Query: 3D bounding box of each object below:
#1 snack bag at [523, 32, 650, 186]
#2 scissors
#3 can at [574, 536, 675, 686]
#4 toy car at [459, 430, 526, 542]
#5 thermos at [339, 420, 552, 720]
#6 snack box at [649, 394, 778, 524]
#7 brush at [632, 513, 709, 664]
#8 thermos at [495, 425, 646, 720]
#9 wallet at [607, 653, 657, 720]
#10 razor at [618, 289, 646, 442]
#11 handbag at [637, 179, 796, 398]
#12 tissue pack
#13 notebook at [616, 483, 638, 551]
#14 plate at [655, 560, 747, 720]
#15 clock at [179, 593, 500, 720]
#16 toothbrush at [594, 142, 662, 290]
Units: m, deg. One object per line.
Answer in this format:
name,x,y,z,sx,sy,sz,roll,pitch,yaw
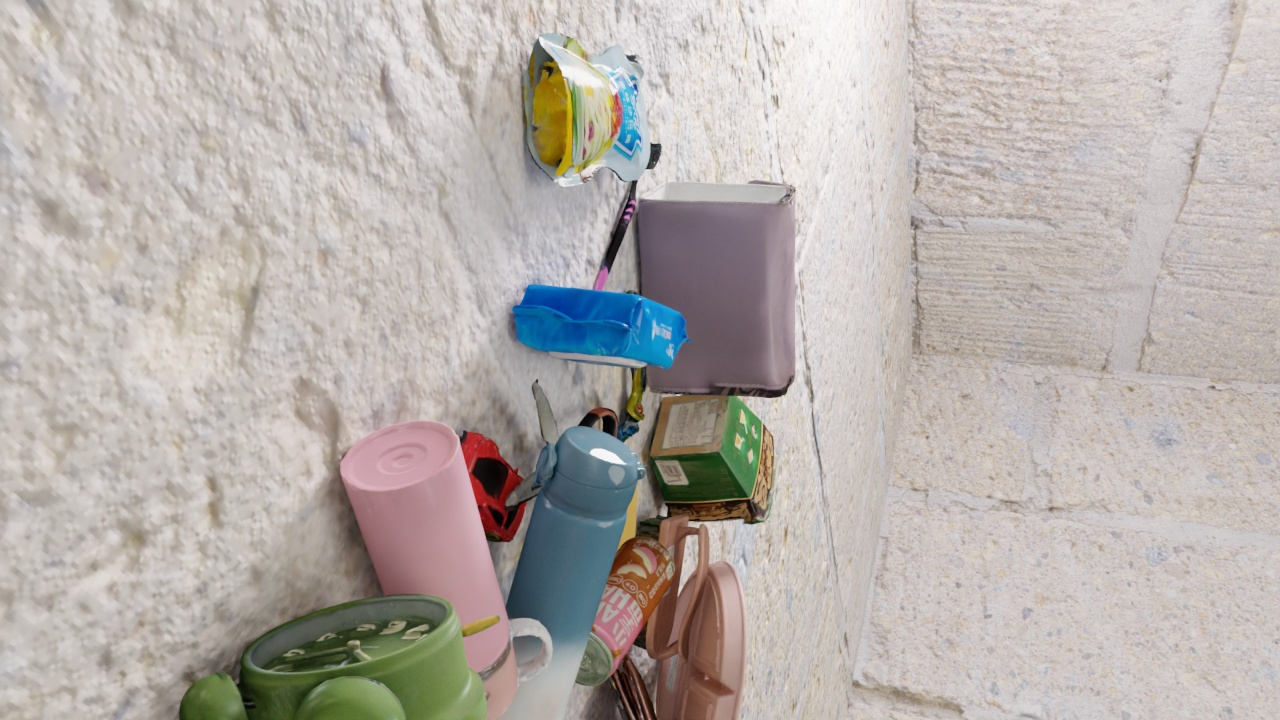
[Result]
snack bag,-0.032,-0.195,0.723,0.190,0.039,0.110,-31,113,-64
scissors,-0.055,0.083,0.707,0.188,0.015,0.223,-66,157,-44
can,-0.020,0.211,0.788,0.147,0.058,0.058,-42,133,-59
toy car,-0.101,0.090,0.628,0.106,0.031,0.049,66,37,-54
thermos,-0.109,0.131,0.547,0.067,0.087,0.199,-123,-160,-58
snack box,0.068,0.097,0.954,0.105,0.118,0.117,57,35,-41
brush,0.028,0.230,0.924,0.063,0.073,0.145,6,91,-69
thermos,-0.057,0.151,0.627,0.070,0.070,0.221,-28,137,-64
wallet,0.003,0.355,0.880,0.101,0.032,0.125,-116,-173,-49
razor,-0.005,0.005,0.856,0.042,0.022,0.143,-30,122,-66
handbag,0.078,-0.069,0.881,0.098,0.145,0.197,-41,134,-56
tissue pack,-0.026,-0.022,0.702,0.157,0.095,0.052,11,86,-70
notebook,-0.048,0.199,0.811,0.206,0.010,0.146,-14,108,-67
plate,0.056,0.317,0.937,0.229,0.028,0.229,-169,-89,-80
clock,-0.142,0.159,0.431,0.161,0.116,0.056,-21,103,-70
toothbrush,-0.013,-0.121,0.812,0.014,0.018,0.188,51,50,-49
